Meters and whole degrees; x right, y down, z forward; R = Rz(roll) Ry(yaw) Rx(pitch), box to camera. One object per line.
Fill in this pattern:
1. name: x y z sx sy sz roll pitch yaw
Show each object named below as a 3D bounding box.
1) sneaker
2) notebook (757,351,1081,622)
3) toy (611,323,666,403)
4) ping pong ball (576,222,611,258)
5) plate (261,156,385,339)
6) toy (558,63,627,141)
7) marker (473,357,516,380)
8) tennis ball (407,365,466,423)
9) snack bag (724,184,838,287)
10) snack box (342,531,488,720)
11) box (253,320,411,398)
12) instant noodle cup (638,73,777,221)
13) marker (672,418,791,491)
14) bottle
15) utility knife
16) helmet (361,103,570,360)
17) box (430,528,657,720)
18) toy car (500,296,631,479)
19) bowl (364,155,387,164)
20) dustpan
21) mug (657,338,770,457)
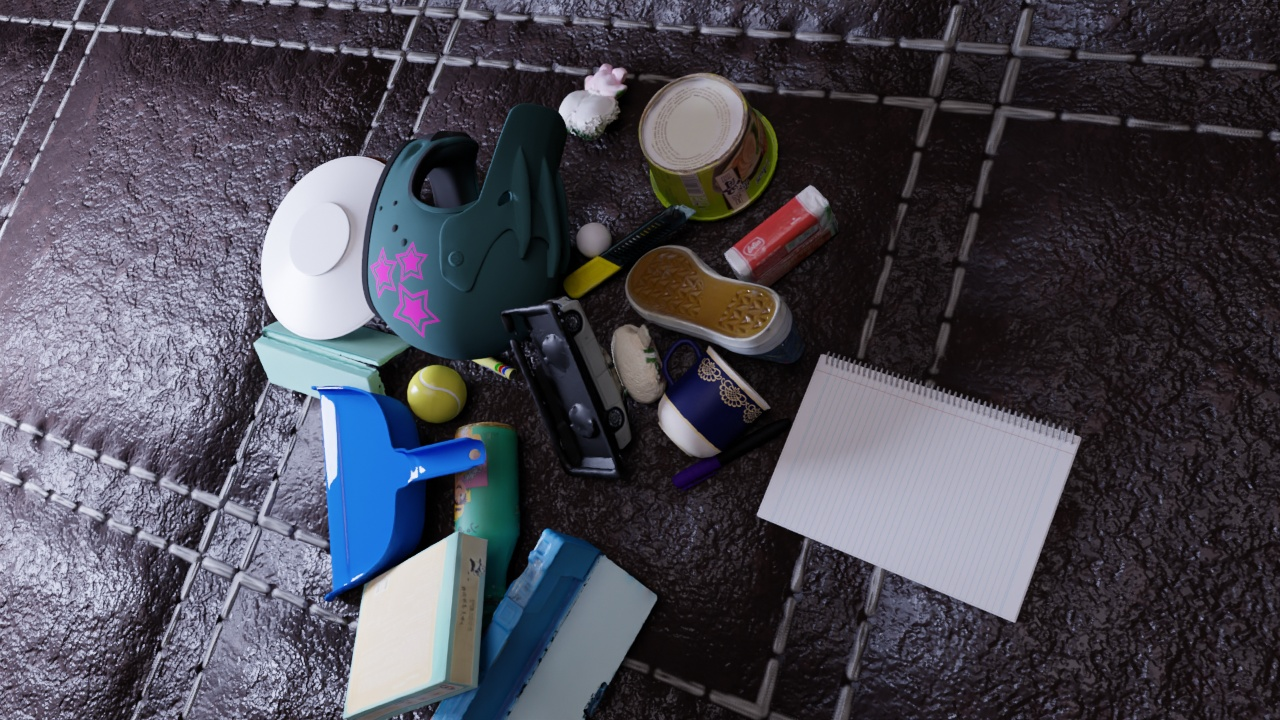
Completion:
1. sneaker: 0.071 -0.049 0.932 0.087 0.079 0.236 -53 40 -6
2. notebook: 0.253 0.108 0.854 0.246 0.013 0.177 20 82 25
3. toy: -0.006 0.006 0.964 0.050 0.113 0.087 -17 72 -32
4. ping pong ball: -0.052 -0.135 1.033 0.040 0.040 0.040 -6 71 19
5. plate: -0.371 -0.140 1.087 0.230 0.030 0.229 -5 76 23
6. toy: -0.054 -0.304 1.088 0.096 0.041 0.109 27 81 41
7. marker: -0.198 -0.009 1.063 0.132 0.014 0.014 25 83 26
8. tennis ball: -0.228 0.038 1.031 0.065 0.065 0.065 -6 71 19
9. snack bag: 0.144 -0.119 0.932 0.116 0.077 0.036 -38 66 6
10. snack box: -0.224 0.267 0.907 0.194 0.044 0.141 -32 46 38
11. box: -0.365 -0.006 1.117 0.188 0.077 0.092 14 44 25
12. instant noodle cup: 0.068 -0.233 0.986 0.146 0.098 0.146 -7 71 19
13. marker: 0.092 0.094 0.919 0.134 0.015 0.018 -30 93 10
14. bottle: -0.160 0.173 0.960 0.068 0.068 0.209 -10 70 18
15. utility knife: -0.013 -0.122 1.007 0.173 0.020 0.029 -32 98 20
16. helmet: -0.173 -0.136 0.995 0.200 0.176 0.274 8 89 23
17. box: -0.094 0.298 0.880 0.115 0.094 0.243 28 85 30
18. toy car: -0.062 0.021 0.935 0.094 0.071 0.192 -6 112 47
19. bowl: -0.330 -0.171 1.133 0.147 0.068 0.147 -5 76 23
20. dustpan: -0.263 0.122 0.985 0.258 0.059 0.245 -14 77 25
21. mug: 0.057 0.038 0.906 0.089 0.085 0.112 -45 84 5
